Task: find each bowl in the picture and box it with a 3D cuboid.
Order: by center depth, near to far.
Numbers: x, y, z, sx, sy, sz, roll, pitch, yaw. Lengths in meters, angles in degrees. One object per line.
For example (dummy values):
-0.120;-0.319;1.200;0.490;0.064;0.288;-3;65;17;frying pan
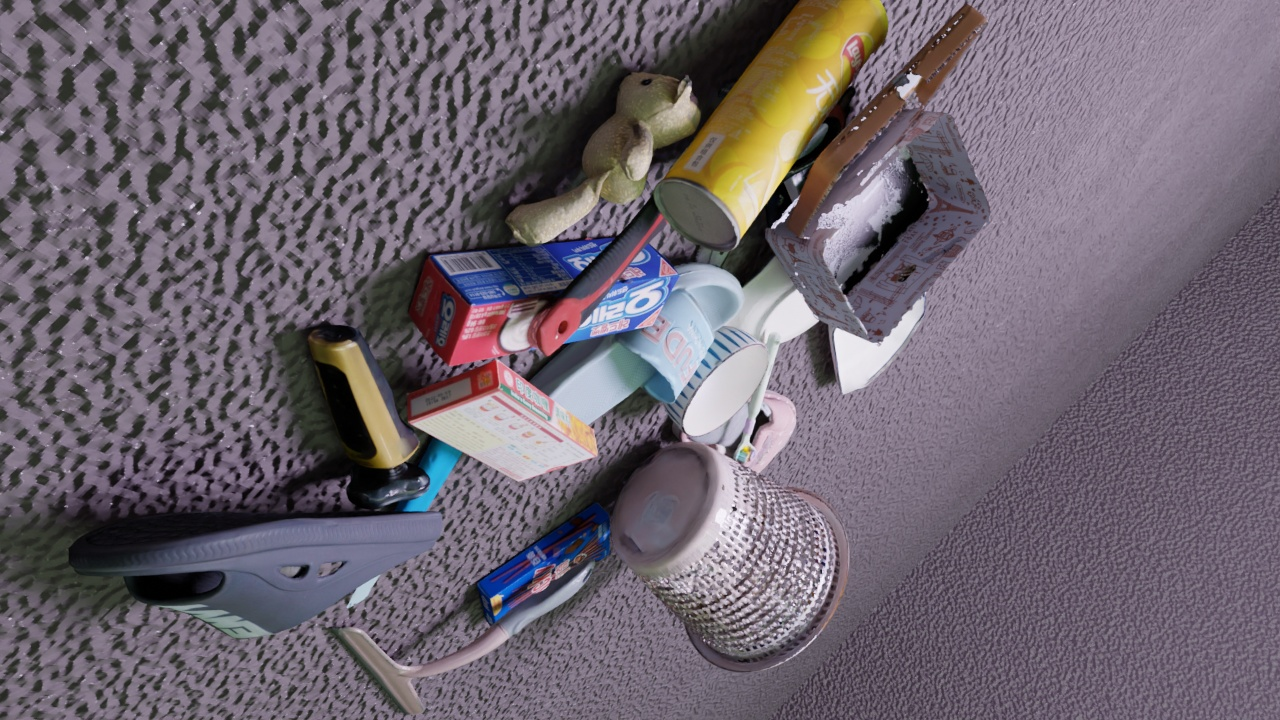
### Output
0.063;0.011;0.904;0.116;0.066;0.117;-33;149;-23;bowl

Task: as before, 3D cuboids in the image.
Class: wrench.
0.008;-0.105;0.661;0.272;0.016;0.056;-54;154;-25;wrench

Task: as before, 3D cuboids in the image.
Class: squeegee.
-0.150;0.271;0.924;0.249;0.040;0.248;-26;144;-14;squeegee

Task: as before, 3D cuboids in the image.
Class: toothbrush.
0.127;0.042;0.985;0.029;0.020;0.190;-10;135;-19;toothbrush

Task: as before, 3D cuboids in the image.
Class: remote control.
0.166;-0.150;0.837;0.056;0.019;0.135;-42;128;-13;remote control
0.146;-0.133;0.876;0.053;0.024;0.136;-43;151;-8;remote control

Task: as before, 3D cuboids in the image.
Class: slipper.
-0.234;0.142;0.615;0.267;0.111;0.083;11;76;-62;slipper
-0.005;0.005;0.797;0.245;0.074;0.104;-38;149;-10;slipper
0.126;0.085;1.088;0.114;0.054;0.274;-51;149;9;slipper

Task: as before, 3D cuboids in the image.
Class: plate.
0.158;-0.065;0.938;0.164;0.034;0.164;-45;153;22;plate
0.291;-0.054;1.152;0.162;0.034;0.266;-44;150;-6;plate

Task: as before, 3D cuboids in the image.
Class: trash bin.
0.082;0.198;1.004;0.227;0.227;0.192;-48;123;2;trash bin

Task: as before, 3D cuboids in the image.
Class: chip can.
0.096;-0.178;0.653;0.213;0.072;0.072;-54;154;-18;chip can

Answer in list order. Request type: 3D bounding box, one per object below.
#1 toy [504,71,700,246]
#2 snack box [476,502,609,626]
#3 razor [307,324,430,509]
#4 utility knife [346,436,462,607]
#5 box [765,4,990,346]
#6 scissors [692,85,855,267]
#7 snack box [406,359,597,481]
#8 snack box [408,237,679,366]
-0.026;-0.134;0.624;0.157;0.066;0.105;-42;-177;0;toy
-0.100;0.224;0.991;0.156;0.026;0.085;-32;148;-25;snack box
-0.190;0.041;0.627;0.168;0.062;0.067;87;23;-46;razor
-0.192;0.125;0.758;0.034;0.018;0.216;5;121;-57;utility knife
0.198;-0.149;0.763;0.178;0.125;0.274;-47;150;-10;box
0.107;-0.149;0.788;0.196;0.015;0.206;-21;136;-2;scissors
-0.101;0.051;0.700;0.077;0.027;0.156;-19;151;16;snack box
-0.063;-0.050;0.674;0.207;0.057;0.058;-14;141;-45;snack box
